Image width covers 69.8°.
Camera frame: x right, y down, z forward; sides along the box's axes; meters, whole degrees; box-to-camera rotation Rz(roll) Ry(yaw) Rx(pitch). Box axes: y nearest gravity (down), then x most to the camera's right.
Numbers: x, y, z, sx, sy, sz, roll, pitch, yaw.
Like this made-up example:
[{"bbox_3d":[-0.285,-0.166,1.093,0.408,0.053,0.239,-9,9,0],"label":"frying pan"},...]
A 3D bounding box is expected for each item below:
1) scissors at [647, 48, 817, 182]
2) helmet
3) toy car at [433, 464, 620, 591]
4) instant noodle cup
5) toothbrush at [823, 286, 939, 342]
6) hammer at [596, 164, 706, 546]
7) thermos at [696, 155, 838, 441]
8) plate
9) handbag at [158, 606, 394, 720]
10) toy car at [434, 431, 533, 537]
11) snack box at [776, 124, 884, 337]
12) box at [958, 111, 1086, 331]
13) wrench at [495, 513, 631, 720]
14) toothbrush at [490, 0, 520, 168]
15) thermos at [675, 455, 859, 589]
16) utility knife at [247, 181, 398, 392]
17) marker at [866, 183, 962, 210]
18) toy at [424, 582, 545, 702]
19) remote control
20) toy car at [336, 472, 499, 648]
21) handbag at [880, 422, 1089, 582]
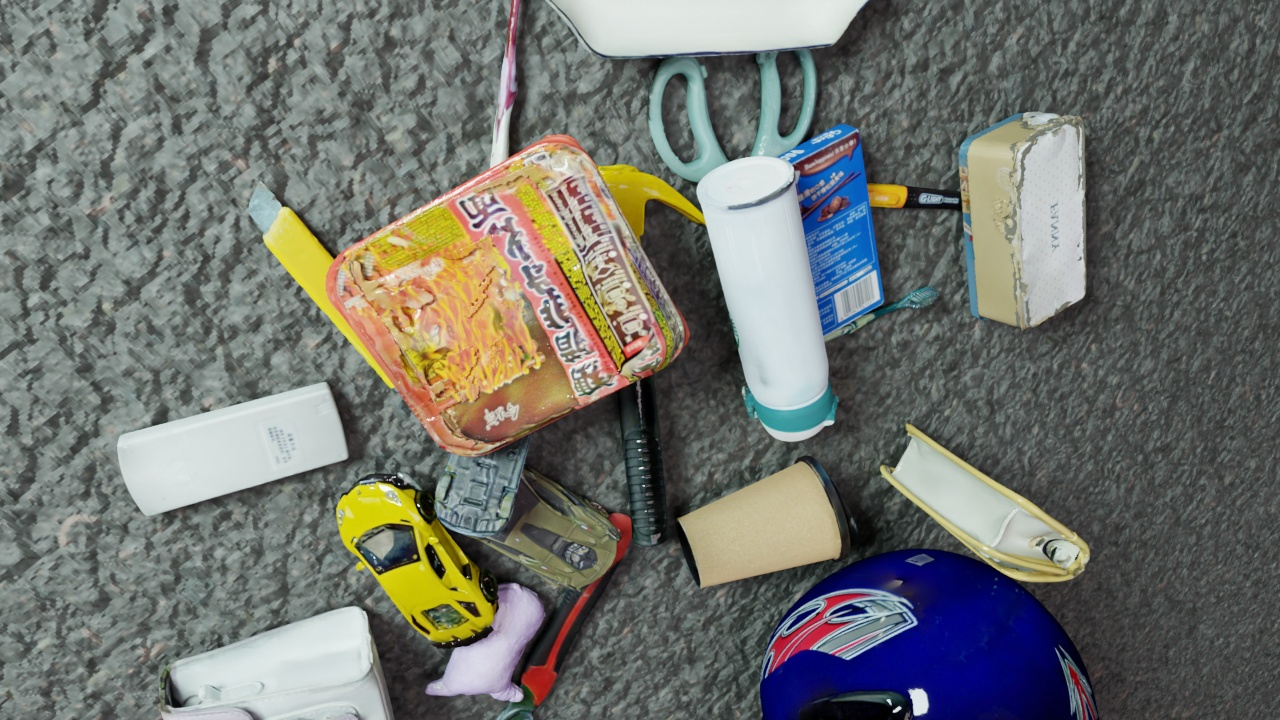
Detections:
[{"bbox_3d":[0.058,-0.153,0.666,0.169,0.019,0.178,0,113,-25],"label":"scissors"},{"bbox_3d":[0.219,0.300,0.796,0.246,0.240,0.316,-4,147,-48],"label":"helmet"},{"bbox_3d":[-0.085,0.122,0.699,0.158,0.042,0.070,35,93,-26],"label":"toy car"},{"bbox_3d":[-0.083,-0.040,0.590,0.189,0.079,0.164,-26,113,9],"label":"instant noodle cup"},{"bbox_3d":[0.171,-0.025,0.768,0.191,0.018,0.016,-22,118,-15],"label":"toothbrush"},{"bbox_3d":[-0.004,0.004,0.688,0.128,0.033,0.301,-13,113,-19],"label":"hammer"},{"bbox_3d":[0.096,-0.035,0.680,0.073,0.073,0.224,-27,127,-12],"label":"thermos"},{"bbox_3d":[0.045,-0.282,0.592,0.265,0.034,0.162,-12,112,-22],"label":"plate"},{"bbox_3d":[-0.250,0.297,0.670,0.144,0.098,0.197,-11,114,-14],"label":"handbag"},{"bbox_3d":[-0.106,0.064,0.649,0.054,0.037,0.120,15,75,-2],"label":"toy car"},{"bbox_3d":[0.140,-0.093,0.711,0.084,0.026,0.157,-29,126,-14],"label":"snack box"},{"bbox_3d":[0.324,-0.110,0.773,0.089,0.062,0.184,-25,121,-22],"label":"box"},{"bbox_3d":[-0.071,0.247,0.772,0.056,0.016,0.274,17,103,-29],"label":"wrench"},{"bbox_3d":[-0.083,-0.172,0.596,0.017,0.016,0.188,-3,112,-34],"label":"toothbrush"},{"bbox_3d":[0.107,0.140,0.770,0.143,0.093,0.093,-18,117,-8],"label":"thermos"},{"bbox_3d":[-0.194,-0.043,0.598,0.033,0.015,0.173,-40,120,-11],"label":"utility knife"},{"bbox_3d":[0.223,-0.133,0.749,0.123,0.015,0.018,-2,117,-26],"label":"marker"},{"bbox_3d":[-0.114,0.226,0.730,0.083,0.039,0.108,18,100,-29],"label":"toy"},{"bbox_3d":[-0.266,0.057,0.604,0.135,0.019,0.056,-16,116,-18],"label":"remote control"},{"bbox_3d":[-0.162,0.147,0.663,0.071,0.041,0.156,-20,118,14],"label":"toy car"},{"bbox_3d":[0.316,0.140,0.816,0.178,0.163,0.063,28,99,-31],"label":"handbag"}]
